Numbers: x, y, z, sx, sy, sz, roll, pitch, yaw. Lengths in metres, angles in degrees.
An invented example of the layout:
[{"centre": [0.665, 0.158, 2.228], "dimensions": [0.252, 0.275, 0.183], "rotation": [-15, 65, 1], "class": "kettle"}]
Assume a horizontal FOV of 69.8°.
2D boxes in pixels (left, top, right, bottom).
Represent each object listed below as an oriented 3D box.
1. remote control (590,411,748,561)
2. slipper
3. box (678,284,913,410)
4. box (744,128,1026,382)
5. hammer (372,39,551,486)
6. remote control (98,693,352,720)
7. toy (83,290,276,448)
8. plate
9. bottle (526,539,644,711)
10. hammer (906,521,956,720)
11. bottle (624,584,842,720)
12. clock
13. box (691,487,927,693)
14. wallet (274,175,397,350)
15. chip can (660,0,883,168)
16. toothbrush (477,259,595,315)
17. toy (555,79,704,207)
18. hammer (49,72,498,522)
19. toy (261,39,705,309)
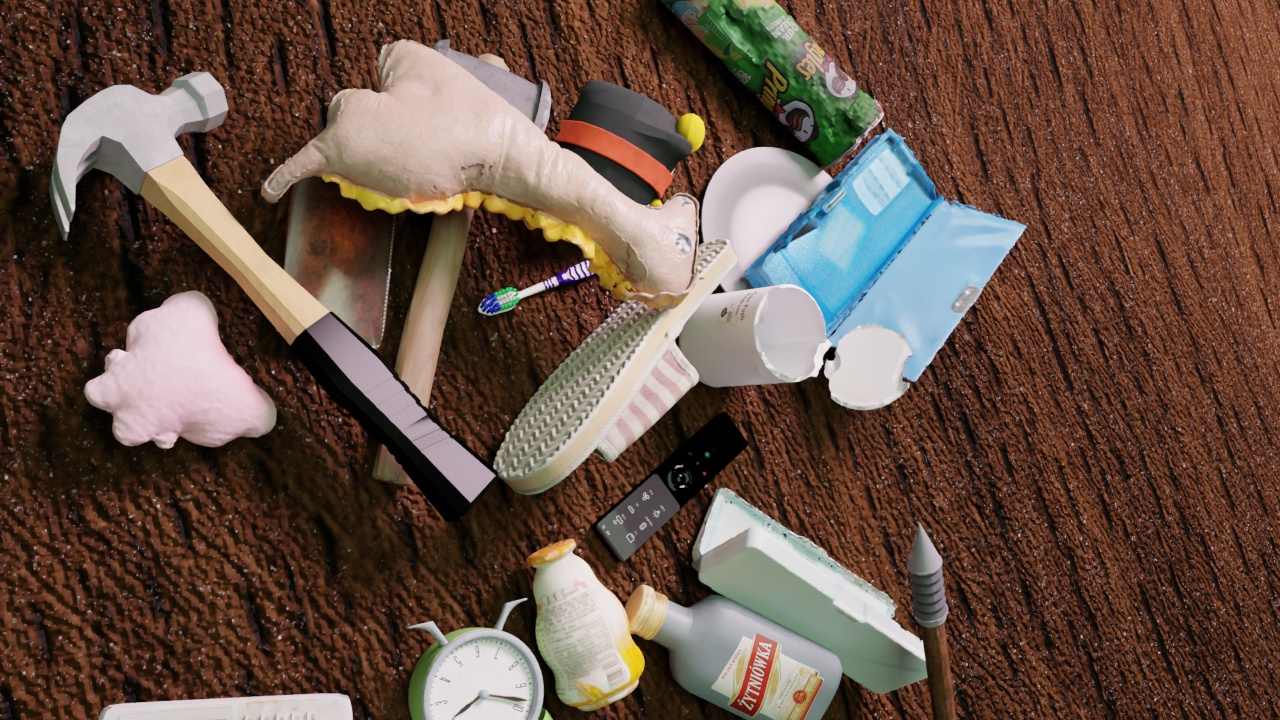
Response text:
[{"centre": [0.026, 0.095, 0.708], "dimensions": [0.149, 0.013, 0.034], "rotation": [-38, 95, -30], "class": "remote control"}, {"centre": [-0.004, 0.004, 0.667], "dimensions": [0.052, 0.115, 0.262], "rotation": [53, 54, -21], "class": "slipper"}, {"centre": [0.116, -0.011, 0.706], "dimensions": [0.118, 0.160, 0.084], "rotation": [39, 67, -25], "class": "box"}, {"centre": [0.217, -0.091, 0.815], "dimensions": [0.173, 0.066, 0.231], "rotation": [39, 60, 11], "class": "box"}, {"centre": [-0.141, -0.074, 0.654], "dimensions": [0.098, 0.052, 0.327], "rotation": [18, 72, -22], "class": "hammer"}, {"centre": [-0.238, 0.226, 0.529], "dimensions": [0.138, 0.026, 0.060], "rotation": [7, 73, -26], "class": "remote control"}, {"centre": [-0.277, 0.015, 0.551], "dimensions": [0.093, 0.050, 0.102], "rotation": [-39, 99, -42], "class": "toy"}, {"centre": [0.129, -0.105, 0.817], "dimensions": [0.178, 0.012, 0.178], "rotation": [7, 73, -25], "class": "plate"}, {"centre": [-0.042, 0.177, 0.622], "dimensions": [0.063, 0.063, 0.108], "rotation": [-20, 87, -30], "class": "bottle"}, {"centre": [0.221, 0.252, 0.669], "dimensions": [0.155, 0.043, 0.322], "rotation": [-30, 118, -30], "class": "hammer"}, {"centre": [0.063, 0.213, 0.668], "dimensions": [0.161, 0.046, 0.072], "rotation": [29, 92, -12], "class": "bottle"}, {"centre": [-0.104, 0.221, 0.590], "dimensions": [0.094, 0.043, 0.119], "rotation": [-5, 78, -27], "class": "clock"}, {"centre": [0.136, 0.174, 0.721], "dimensions": [0.199, 0.086, 0.096], "rotation": [37, 37, -17], "class": "box"}, {"centre": [-0.207, -0.070, 0.629], "dimensions": [0.072, 0.019, 0.123], "rotation": [9, 72, -25], "class": "wallet"}, {"centre": [0.116, -0.276, 0.822], "dimensions": [0.223, 0.076, 0.075], "rotation": [41, 62, -12], "class": "chip can"}, {"centre": [-0.044, -0.070, 0.716], "dimensions": [0.186, 0.016, 0.015], "rotation": [-24, 88, -30], "class": "toothbrush"}, {"centre": [-0.022, -0.150, 0.709], "dimensions": [0.099, 0.097, 0.119], "rotation": [27, 88, -18], "class": "toy"}, {"centre": [-0.215, -0.031, 0.567], "dimensions": [0.328, 0.039, 0.130], "rotation": [48, 46, -7], "class": "hammer"}, {"centre": [-0.087, -0.100, 0.612], "dimensions": [0.264, 0.065, 0.195], "rotation": [38, 67, -7], "class": "toy"}]
